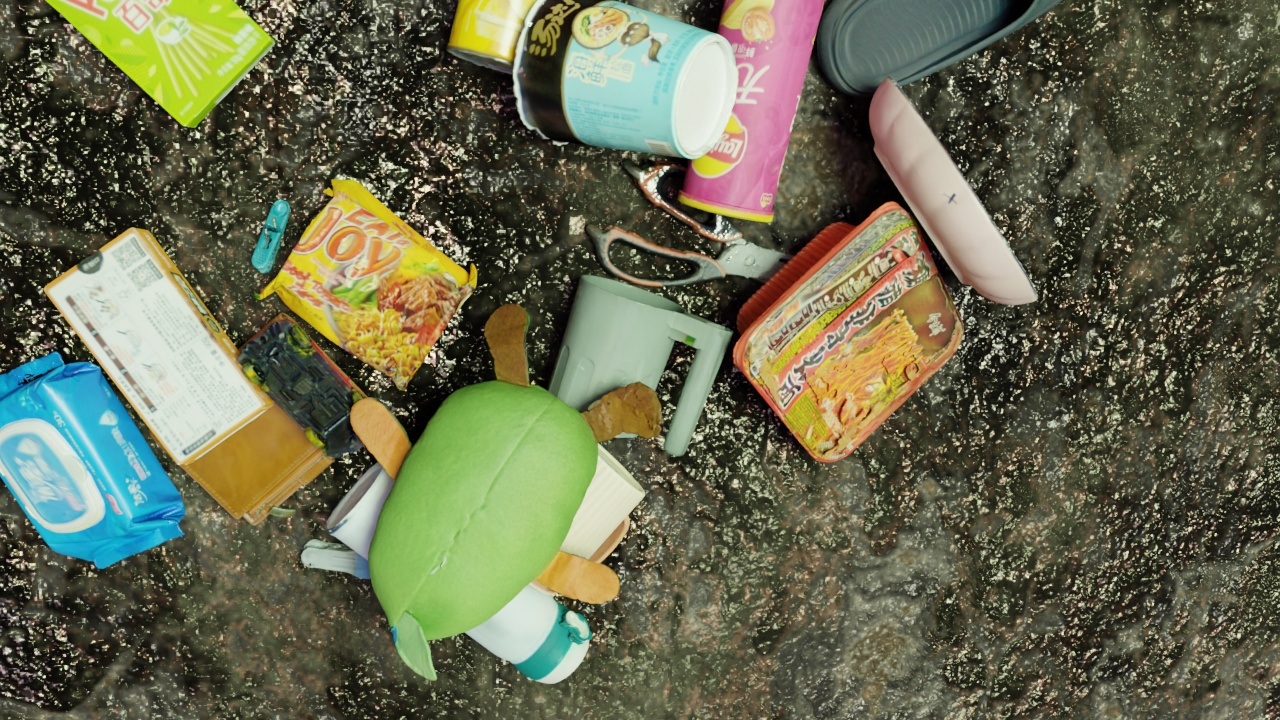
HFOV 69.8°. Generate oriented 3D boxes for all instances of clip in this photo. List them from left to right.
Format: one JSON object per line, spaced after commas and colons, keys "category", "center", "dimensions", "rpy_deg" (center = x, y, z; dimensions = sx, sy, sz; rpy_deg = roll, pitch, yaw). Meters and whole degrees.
{"category": "clip", "center": [-0.263, -0.089, 0.655], "dimensions": [0.013, 0.033, 0.054], "rpy_deg": [18, 86, -17]}
{"category": "clip", "center": [-0.237, 0.155, 0.721], "dimensions": [0.058, 0.042, 0.026], "rpy_deg": [9, 103, -11]}

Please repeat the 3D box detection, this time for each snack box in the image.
{"category": "snack box", "center": [-0.331, -0.240, 0.603], "dimensions": [0.086, 0.026, 0.156], "rpy_deg": [-45, 107, 0]}
{"category": "snack box", "center": [-0.334, -0.009, 0.641], "dimensions": [0.075, 0.026, 0.154], "rpy_deg": [-35, 95, -1]}

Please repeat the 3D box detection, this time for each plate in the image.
{"category": "plate", "center": [0.219, -0.116, 0.669], "dimensions": [0.039, 0.192, 0.192], "rpy_deg": [-34, 108, 20]}

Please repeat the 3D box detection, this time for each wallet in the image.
{"category": "wallet", "center": [-0.272, 0.051, 0.679], "dimensions": [0.130, 0.035, 0.119], "rpy_deg": [-41, 105, 0]}

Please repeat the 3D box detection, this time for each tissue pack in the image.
{"category": "tissue pack", "center": [-0.391, 0.074, 0.637], "dimensions": [0.095, 0.052, 0.157], "rpy_deg": [-18, 108, 19]}

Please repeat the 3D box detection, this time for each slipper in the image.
{"category": "slipper", "center": [0.261, -0.280, 0.677], "dimensions": [0.268, 0.083, 0.111], "rpy_deg": [-33, 121, 0]}

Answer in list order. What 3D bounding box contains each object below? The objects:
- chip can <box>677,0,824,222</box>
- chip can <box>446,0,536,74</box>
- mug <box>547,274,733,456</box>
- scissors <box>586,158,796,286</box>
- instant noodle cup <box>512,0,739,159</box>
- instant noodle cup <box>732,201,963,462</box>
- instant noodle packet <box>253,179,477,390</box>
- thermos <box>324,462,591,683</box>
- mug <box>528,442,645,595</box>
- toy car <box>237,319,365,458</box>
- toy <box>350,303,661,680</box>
{"category": "chip can", "center": [0.083, -0.208, 0.644], "dimensions": [0.071, 0.071, 0.211], "rpy_deg": [9, 106, -13]}
{"category": "chip can", "center": [-0.072, -0.304, 0.618], "dimensions": [0.072, 0.072, 0.213], "rpy_deg": [13, 101, -14]}
{"category": "mug", "center": [-0.004, 0.004, 0.686], "dimensions": [0.124, 0.083, 0.103], "rpy_deg": [24, 102, 22]}
{"category": "scissors", "center": [0.071, -0.095, 0.724], "dimensions": [0.201, 0.015, 0.206], "rpy_deg": [-27, 106, -4]}
{"category": "instant noodle cup", "center": [-0.004, -0.187, 0.611], "dimensions": [0.120, 0.111, 0.111], "rpy_deg": [21, 101, 28]}
{"category": "instant noodle cup", "center": [0.154, -0.023, 0.706], "dimensions": [0.164, 0.079, 0.189], "rpy_deg": [-42, 132, 1]}
{"category": "instant noodle packet", "center": [-0.196, -0.056, 0.666], "dimensions": [0.128, 0.044, 0.111], "rpy_deg": [36, 90, -17]}
{"category": "thermos", "center": [-0.134, 0.171, 0.719], "dimensions": [0.224, 0.073, 0.073], "rpy_deg": [43, 92, -18]}
{"category": "mug", "center": [-0.052, 0.123, 0.724], "dimensions": [0.106, 0.081, 0.114], "rpy_deg": [-47, 134, 0]}
{"category": "toy car", "center": [-0.233, 0.021, 0.651], "dimensions": [0.049, 0.031, 0.106], "rpy_deg": [-41, 103, -4]}
{"category": "toy", "center": [-0.105, 0.091, 0.639], "dimensions": [0.227, 0.090, 0.246], "rpy_deg": [35, 90, 5]}
